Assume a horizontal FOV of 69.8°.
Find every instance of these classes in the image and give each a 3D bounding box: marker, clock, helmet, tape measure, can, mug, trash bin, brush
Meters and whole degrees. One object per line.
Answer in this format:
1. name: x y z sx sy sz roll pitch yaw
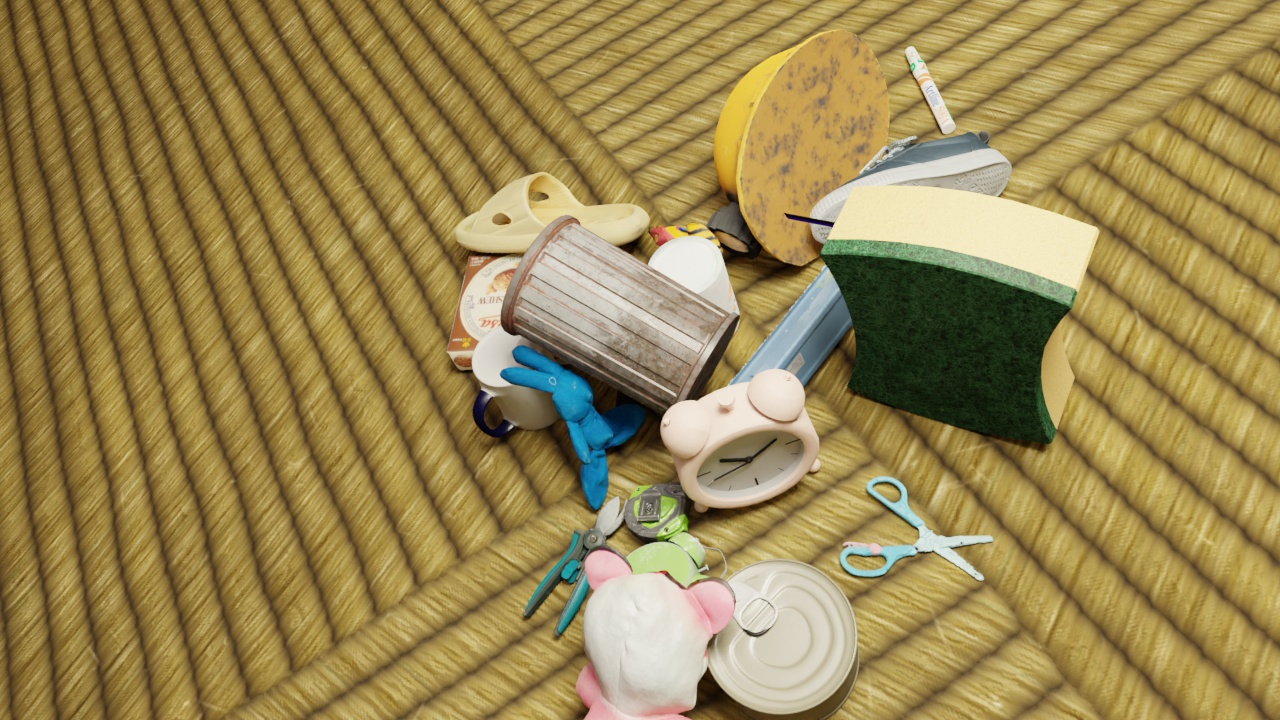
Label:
1. marker: 0.349 -0.330 1.112 0.017 0.017 0.145 -15 56 7
2. clock: 0.092 0.070 0.848 0.131 0.160 0.086 -21 56 4
3. clock: 0.023 0.207 0.840 0.119 0.042 0.094 -26 36 2
4. helmet: 0.155 -0.240 1.026 0.131 0.205 0.255 20 79 49
5. tape measure: 0.016 0.149 0.898 0.066 0.036 0.058 -8 57 12
6. can: 0.122 0.243 0.783 0.128 0.073 0.127 -8 57 12
7. mug: -0.136 0.031 0.982 0.079 0.097 0.111 26 69 29
8. trash bin: -0.026 -0.042 0.886 0.211 0.131 0.130 30 70 9
9. mug: 0.058 -0.070 0.982 0.082 0.105 0.082 -8 57 12
10. brush: 0.276 -0.036 0.805 0.195 0.250 0.075 17 65 28

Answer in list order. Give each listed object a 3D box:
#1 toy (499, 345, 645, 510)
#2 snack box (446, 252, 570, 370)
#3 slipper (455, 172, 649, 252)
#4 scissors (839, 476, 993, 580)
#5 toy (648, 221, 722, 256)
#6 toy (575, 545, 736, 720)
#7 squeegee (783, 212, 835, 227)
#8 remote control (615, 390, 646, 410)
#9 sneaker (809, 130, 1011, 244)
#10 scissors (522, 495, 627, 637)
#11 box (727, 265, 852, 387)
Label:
1. toy: -0.061 0.051 0.916 0.071 0.176 0.112 -17 30 43
2. snack box: -0.142 -0.062 1.077 0.143 0.041 0.146 -3 57 14
3. slipper: -0.116 -0.179 1.094 0.262 0.079 0.111 4 33 25
4. scissors: 0.250 0.152 0.842 0.139 0.015 0.119 -5 58 7
5. toy: 0.052 -0.125 1.029 0.046 0.084 0.103 -43 20 -19
6. toy: -0.002 0.269 0.752 0.142 0.084 0.213 12 89 37
7. squeegee: 0.286 -0.094 0.892 0.250 0.184 0.055 18 99 33
8. remote control: -0.006 0.006 1.008 0.033 0.015 0.146 -2 58 16
9. sneaker: 0.285 -0.195 0.997 0.235 0.089 0.087 -16 52 -9
10. scissors: -0.063 0.200 0.901 0.150 0.019 0.131 -18 56 7
11. box: 0.167 -0.037 0.958 0.079 0.072 0.210 27 70 44
